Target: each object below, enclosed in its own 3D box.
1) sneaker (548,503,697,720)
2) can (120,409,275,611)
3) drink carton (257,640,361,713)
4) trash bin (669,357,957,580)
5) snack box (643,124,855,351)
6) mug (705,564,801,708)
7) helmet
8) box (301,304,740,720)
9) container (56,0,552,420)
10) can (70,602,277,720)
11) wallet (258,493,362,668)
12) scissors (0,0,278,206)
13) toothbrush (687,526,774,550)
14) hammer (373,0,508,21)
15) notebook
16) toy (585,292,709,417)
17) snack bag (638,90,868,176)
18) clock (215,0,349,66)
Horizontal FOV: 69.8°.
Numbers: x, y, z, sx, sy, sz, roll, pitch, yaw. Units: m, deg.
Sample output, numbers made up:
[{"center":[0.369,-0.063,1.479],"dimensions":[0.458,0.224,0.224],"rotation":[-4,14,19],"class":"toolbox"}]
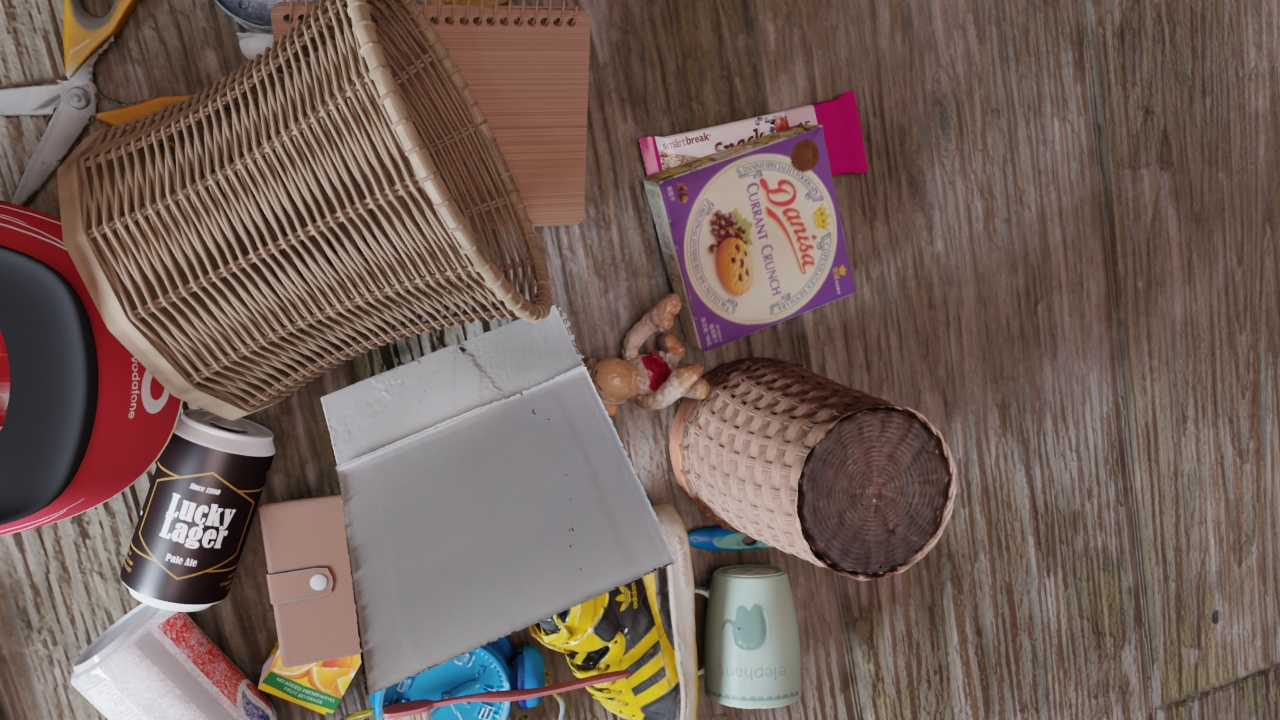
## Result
[{"center":[-0.026,0.238,0.737],"dimensions":[0.122,0.086,0.238],"rotation":[-1,93,-22],"class":"sneaker"},{"center":[-0.310,0.105,0.645],"dimensions":[0.072,0.072,0.128],"rotation":[19,91,-18],"class":"can"},{"center":[-0.231,0.197,0.697],"dimensions":[0.058,0.041,0.122],"rotation":[30,87,-18],"class":"drink carton"},{"center":[0.125,0.083,0.699],"dimensions":[0.151,0.210,0.151],"rotation":[-2,98,-16],"class":"trash bin"},{"center":[0.091,-0.100,0.744],"dimensions":[0.148,0.040,0.143],"rotation":[-22,111,-12],"class":"snack box"},{"center":[0.078,0.230,0.777],"dimensions":[0.111,0.084,0.104],"rotation":[-2,87,9],"class":"mug"},{"center":[-0.409,0.003,0.521],"dimensions":[0.270,0.225,0.197],"rotation":[3,93,-30],"class":"helmet"},{"center":[-0.091,0.065,0.522],"dimensions":[0.167,0.413,0.149],"rotation":[-23,98,-5],"class":"box"},{"center":[-0.191,-0.089,0.549],"dimensions":[0.196,0.226,0.227],"rotation":[-24,103,6],"class":"container"},{"center":[-0.327,0.241,0.654],"dimensions":[0.078,0.078,0.136],"rotation":[-38,105,-9],"class":"can"},{"center":[-0.223,0.157,0.663],"dimensions":[0.087,0.013,0.121],"rotation":[-7,96,-12],"class":"wallet"},{"center":[-0.363,-0.197,0.622],"dimensions":[0.225,0.016,0.226],"rotation":[-3,98,-14],"class":"scissors"},{"center":[0.103,0.158,0.805],"dimensions":[0.135,0.017,0.022],"rotation":[6,96,-14],"class":"toothbrush"},{"center":[-0.058,-0.310,0.691],"dimensions":[0.330,0.033,0.132],"rotation":[-30,103,-12],"class":"hammer"},{"center":[-0.142,-0.174,0.654],"dimensions":[0.210,0.022,0.169],"rotation":[-5,121,-16],"class":"notebook"},{"center":[-0.004,0.004,0.731],"dimensions":[0.106,0.074,0.085],"rotation":[-20,70,7],"class":"toy"},{"center":[0.098,-0.170,0.761],"dimensions":[0.196,0.016,0.070],"rotation":[-15,99,-14],"class":"snack bag"},{"center":[-0.247,-0.251,0.627],"dimensions":[0.083,0.057,0.117],"rotation":[-27,103,-12],"class":"clock"}]
